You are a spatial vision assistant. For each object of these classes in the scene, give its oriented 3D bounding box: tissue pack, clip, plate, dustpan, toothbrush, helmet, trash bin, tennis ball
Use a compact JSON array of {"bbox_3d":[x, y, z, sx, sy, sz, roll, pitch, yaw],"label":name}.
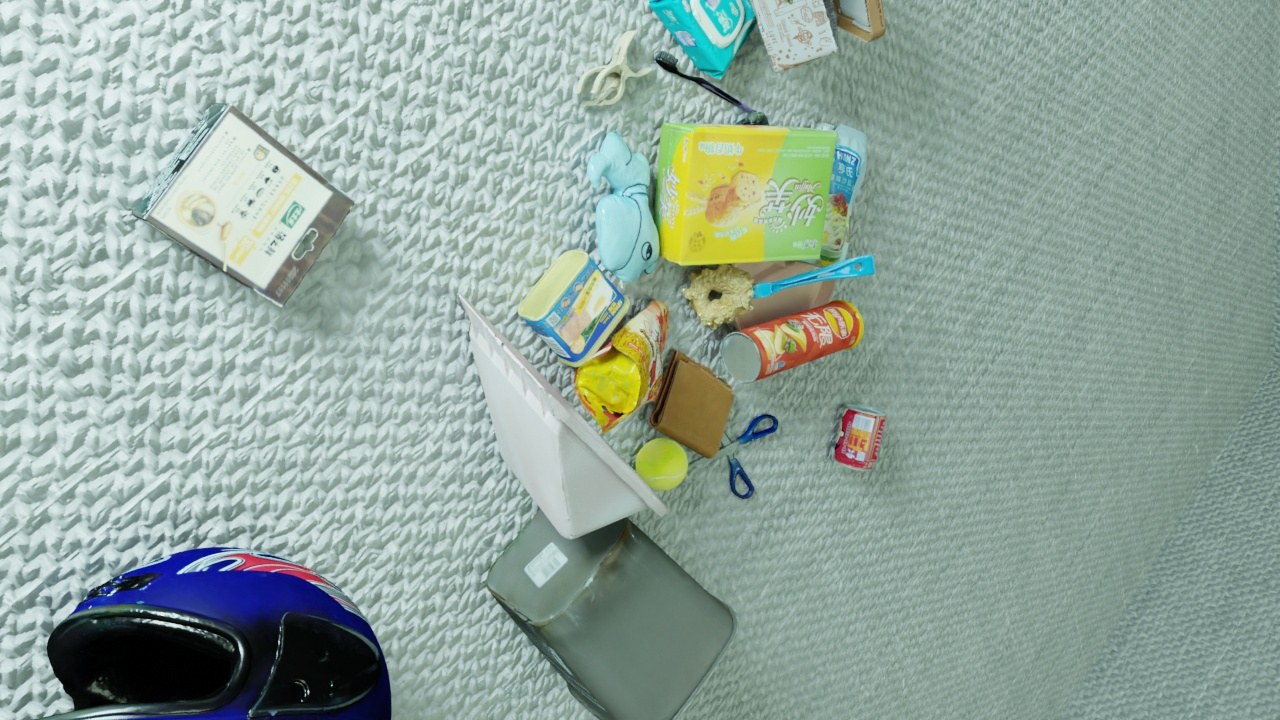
[{"bbox_3d":[0.075,-0.393,1.030,0.133,0.050,0.093,41,74,-43],"label":"tissue pack"},{"bbox_3d":[-0.027,-0.307,0.979,0.099,0.035,0.070,-48,129,-27],"label":"clip"},{"bbox_3d":[0.192,-0.125,1.242,0.228,0.028,0.230,-15,113,-40],"label":"plate"},{"bbox_3d":[-0.066,0.057,0.945,0.138,0.222,0.274,-22,131,-22],"label":"dustpan"},{"bbox_3d":[0.084,-0.325,1.088,0.188,0.014,0.016,13,83,-44],"label":"toothbrush"},{"bbox_3d":[-0.350,0.269,0.727,0.315,0.248,0.240,35,37,-50],"label":"helmet"},{"bbox_3d":[-0.041,0.286,1.062,0.198,0.199,0.220,-50,124,-19],"label":"trash bin"},{"bbox_3d":[0.027,0.130,1.149,0.065,0.065,0.065,-15,113,-39],"label":"tennis ball"}]

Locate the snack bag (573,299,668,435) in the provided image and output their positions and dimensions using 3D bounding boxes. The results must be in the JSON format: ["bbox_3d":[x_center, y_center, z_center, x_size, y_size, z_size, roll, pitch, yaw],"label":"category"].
[{"bbox_3d":[-0.006,0.006,1.036,0.207,0.073,0.129,-35,131,-69],"label":"snack bag"}]

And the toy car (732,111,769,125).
[{"bbox_3d":[0.117,-0.272,1.121,0.090,0.034,0.043,-32,125,-16],"label":"toy car"}]

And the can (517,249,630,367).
[{"bbox_3d":[-0.073,-0.058,1.003,0.102,0.057,0.083,-53,130,-15],"label":"can"}]

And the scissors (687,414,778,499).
[{"bbox_3d":[0.133,0.128,1.283,0.175,0.012,0.162,-27,120,-31],"label":"scissors"}]

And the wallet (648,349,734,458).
[{"bbox_3d":[0.069,0.058,1.182,0.131,0.031,0.107,32,72,-47],"label":"wallet"}]

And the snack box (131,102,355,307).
[{"bbox_3d":[-0.323,-0.127,0.754,0.125,0.053,0.113,42,75,-43],"label":"snack box"}]

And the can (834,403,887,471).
[{"bbox_3d":[0.342,0.120,1.431,0.066,0.067,0.094,3,101,-43],"label":"can"}]

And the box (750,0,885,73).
[{"bbox_3d":[0.200,-0.446,1.036,0.146,0.148,0.181,-76,147,-46],"label":"box"}]

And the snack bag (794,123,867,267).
[{"bbox_3d":[0.255,-0.219,1.226,0.110,0.039,0.191,8,96,-33],"label":"snack bag"}]

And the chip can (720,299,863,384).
[{"bbox_3d":[0.204,-0.028,1.216,0.216,0.073,0.073,-16,114,-38],"label":"chip can"}]

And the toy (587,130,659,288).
[{"bbox_3d":[-0.018,-0.160,1.021,0.161,0.050,0.156,32,70,-53],"label":"toy"}]

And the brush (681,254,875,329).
[{"bbox_3d":[0.175,-0.098,1.155,0.254,0.046,0.083,-12,105,-10],"label":"brush"}]

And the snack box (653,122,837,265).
[{"bbox_3d":[0.124,-0.199,1.091,0.209,0.070,0.158,-5,111,-27],"label":"snack box"}]
